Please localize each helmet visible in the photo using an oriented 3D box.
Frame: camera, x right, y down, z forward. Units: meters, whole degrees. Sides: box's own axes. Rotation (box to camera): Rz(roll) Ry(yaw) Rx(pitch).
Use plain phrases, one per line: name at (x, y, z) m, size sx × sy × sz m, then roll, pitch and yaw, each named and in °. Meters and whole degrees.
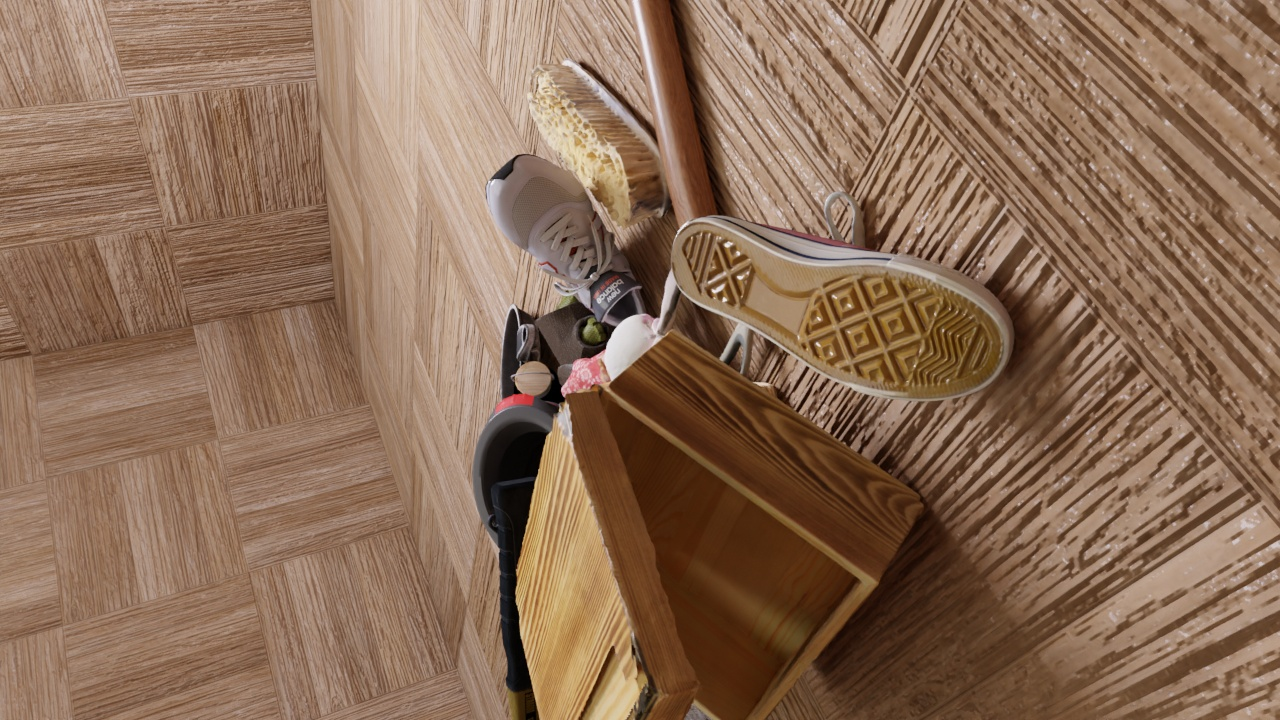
helmet at (-0.089, 0.165, 1.075) m, size 0.169 × 0.164 × 0.264 m, roll -4°, pitch -100°, yaw -73°

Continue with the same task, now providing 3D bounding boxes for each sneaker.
sneaker at (-0.054, -0.103, 0.919) m, size 0.124 × 0.089 × 0.239 m, roll 50°, pitch -177°, yaw 30°
sneaker at (0.134, -0.044, 0.610) m, size 0.241 × 0.087 × 0.118 m, roll 26°, pitch 116°, yaw 34°

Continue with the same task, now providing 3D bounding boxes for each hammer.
hammer at (-0.110, 0.276, 0.855) m, size 0.025 × 0.117 × 0.333 m, roll 8°, pitch 103°, yaw 59°
hammer at (0.027, -0.241, 0.798) m, size 0.158 × 0.037 × 0.301 m, roll -7°, pitch 97°, yaw 66°

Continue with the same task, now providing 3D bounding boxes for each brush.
brush at (-0.046, -0.227, 0.941) m, size 0.271 × 0.056 × 0.083 m, roll 55°, pitch 152°, yaw 41°

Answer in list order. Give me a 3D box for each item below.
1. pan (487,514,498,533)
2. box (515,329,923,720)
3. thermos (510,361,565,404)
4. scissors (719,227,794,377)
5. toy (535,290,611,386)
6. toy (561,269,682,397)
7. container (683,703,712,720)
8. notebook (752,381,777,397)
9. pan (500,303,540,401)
pan at (-0.060, 0.244, 0.969) m, size 0.021 × 0.198 × 0.356 m, roll 13°, pitch 154°, yaw 37°
box at (-0.006, 0.174, 0.692) m, size 0.269 × 0.262 × 0.280 m, roll 36°, pitch 139°, yaw 17°
thermos at (-0.125, 0.051, 1.172) m, size 0.231 × 0.061 × 0.061 m, roll 86°, pitch 163°, yaw -72°
scissors at (0.090, -0.045, 0.778) m, size 0.157 × 0.012 × 0.169 m, roll -137°, pitch 52°, yaw -58°
toy at (-0.064, -0.010, 1.072) m, size 0.152 × 0.078 × 0.180 m, roll 69°, pitch 161°, yaw -1°
toy at (-0.005, 0.005, 0.894) m, size 0.195 × 0.084 × 0.159 m, roll -38°, pitch 49°, yaw 43°
container at (0.023, 0.450, 0.995) m, size 0.189 × 0.189 × 0.187 m, roll 68°, pitch 156°, yaw 19°
notebook at (0.093, 0.125, 0.867) m, size 0.168 × 0.024 × 0.225 m, roll 5°, pitch 107°, yaw 64°
pan at (-0.161, -0.003, 1.258) m, size 0.358 × 0.055 × 0.187 m, roll 150°, pitch 120°, yaw -70°
